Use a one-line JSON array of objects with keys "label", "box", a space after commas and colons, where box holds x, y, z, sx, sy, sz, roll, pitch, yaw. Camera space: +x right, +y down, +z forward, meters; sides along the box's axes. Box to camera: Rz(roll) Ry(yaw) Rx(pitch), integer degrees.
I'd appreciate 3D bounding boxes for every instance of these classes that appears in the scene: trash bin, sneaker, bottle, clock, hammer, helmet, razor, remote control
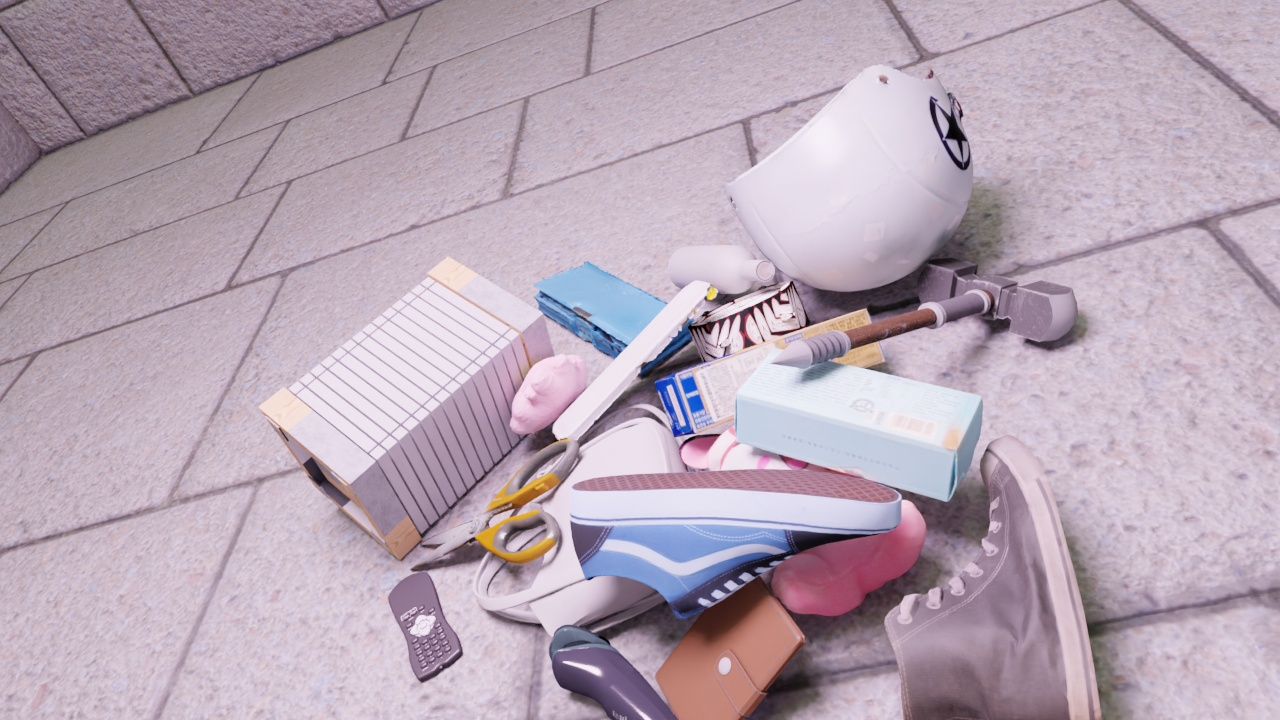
[{"label": "trash bin", "box": [-0.222, 0.044, 0.940, 0.142, 0.143, 0.246, 31, 61, 28]}, {"label": "sneaker", "box": [0.232, 0.151, 0.633, 0.120, 0.095, 0.234, -9, 46, 20]}, {"label": "bottle", "box": [0.089, -0.098, 0.991, 0.052, 0.052, 0.195, -35, 16, -13]}, {"label": "clock", "box": [0.112, -0.031, 0.943, 0.115, 0.065, 0.154, -24, 8, 3]}, {"label": "hammer", "box": [0.224, -0.031, 0.778, 0.321, 0.043, 0.156, -15, 26, -36]}, {"label": "helmet", "box": [0.232, -0.157, 0.921, 0.237, 0.263, 0.163, -35, 74, 29]}, {"label": "razor", "box": [-0.017, 0.251, 0.690, 0.052, 0.047, 0.143, -18, 32, -34]}, {"label": "remote control", "box": [-0.199, 0.237, 0.835, 0.046, 0.009, 0.124, -33, 37, -10]}, {"label": "sneaker", "box": [0.065, 0.133, 0.658, 0.242, 0.098, 0.083, -4, 4, 21]}]

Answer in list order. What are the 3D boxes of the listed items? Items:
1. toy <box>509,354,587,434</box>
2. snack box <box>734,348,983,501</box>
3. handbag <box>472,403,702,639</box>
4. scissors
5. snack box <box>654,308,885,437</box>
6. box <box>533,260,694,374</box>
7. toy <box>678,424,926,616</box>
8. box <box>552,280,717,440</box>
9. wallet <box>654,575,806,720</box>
[{"label": "toy", "box": [-0.092, 0.028, 0.922, 0.050, 0.093, 0.102, 40, 71, 16]}, {"label": "snack box", "box": [0.165, 0.045, 0.704, 0.175, 0.053, 0.074, 15, 38, 27]}, {"label": "handbag", "box": [-0.053, 0.153, 0.823, 0.223, 0.095, 0.215, -29, 33, 15]}, {"label": "scissors", "box": [-0.136, 0.141, 0.854, 0.226, 0.016, 0.161, -17, 42, 44]}, {"label": "snack box", "box": [0.117, 0.011, 0.831, 0.206, 0.056, 0.057, -18, -1, -20]}, {"label": "box", "box": [-0.037, -0.062, 1.078, 0.093, 0.048, 0.231, -37, 38, -17]}, {"label": "toy", "box": [0.128, 0.109, 0.746, 0.142, 0.084, 0.213, -28, 38, -6]}, {"label": "box", "box": [-0.008, 0.003, 0.912, 0.209, 0.038, 0.130, -45, 4, -3]}, {"label": "wallet", "box": [0.060, 0.215, 0.662, 0.121, 0.013, 0.087, -55, 36, 13]}]
